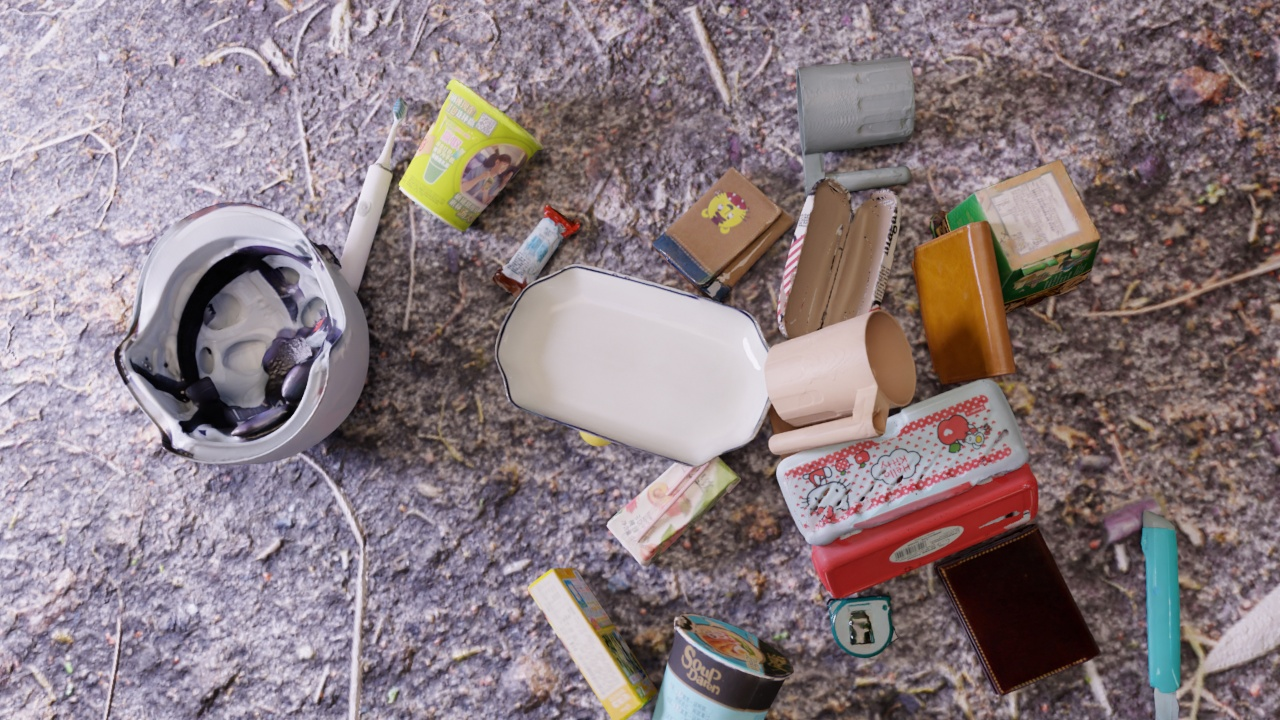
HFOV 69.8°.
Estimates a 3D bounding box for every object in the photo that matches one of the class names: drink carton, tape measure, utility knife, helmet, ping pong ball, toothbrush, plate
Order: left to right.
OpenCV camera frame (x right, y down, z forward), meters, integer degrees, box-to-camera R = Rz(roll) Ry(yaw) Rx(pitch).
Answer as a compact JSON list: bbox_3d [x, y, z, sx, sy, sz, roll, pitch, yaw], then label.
[{"bbox_3d":[-0.368,-0.016,0.904,0.229,0.146,0.258,-35,67,0],"label":"helmet"},{"bbox_3d":[-0.285,-0.177,0.982,0.027,0.026,0.221,14,82,3],"label":"toothbrush"},{"bbox_3d":[-0.039,0.063,0.883,0.040,0.040,0.040,-2,78,10],"label":"ping pong ball"},{"bbox_3d":[-0.005,0.005,0.860,0.266,0.034,0.161,16,70,13],"label":"plate"},{"bbox_3d":[0.031,0.132,0.854,0.122,0.045,0.053,-42,74,-1],"label":"drink carton"},{"bbox_3d":[0.197,0.235,0.815,0.058,0.025,0.054,-8,77,9],"label":"tape measure"},{"bbox_3d":[0.442,0.221,0.779,0.029,0.013,0.185,2,78,14],"label":"utility knife"}]

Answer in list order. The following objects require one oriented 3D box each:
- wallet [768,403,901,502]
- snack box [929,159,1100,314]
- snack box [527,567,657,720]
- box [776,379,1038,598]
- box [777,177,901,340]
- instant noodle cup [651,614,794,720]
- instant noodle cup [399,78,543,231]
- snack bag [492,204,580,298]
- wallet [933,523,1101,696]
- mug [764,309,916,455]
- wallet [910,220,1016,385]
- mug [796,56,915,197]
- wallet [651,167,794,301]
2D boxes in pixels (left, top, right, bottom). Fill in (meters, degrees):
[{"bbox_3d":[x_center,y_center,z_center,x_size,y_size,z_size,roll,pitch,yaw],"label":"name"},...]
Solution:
[{"bbox_3d":[0.177,0.070,0.855,0.101,0.020,0.115,-16,74,5],"label":"wallet"},{"bbox_3d":[0.340,-0.115,0.817,0.118,0.105,0.117,-21,75,4],"label":"snack box"},{"bbox_3d":[-0.041,0.251,0.822,0.034,0.087,0.140,-39,75,0],"label":"snack box"},{"bbox_3d":[0.232,0.116,0.782,0.201,0.069,0.158,-23,112,5],"label":"box"},{"bbox_3d":[0.189,-0.089,0.854,0.086,0.075,0.162,7,76,42],"label":"box"},{"bbox_3d":[0.058,0.298,0.792,0.111,0.111,0.120,22,92,13],"label":"instant noodle cup"},{"bbox_3d":[-0.179,-0.201,0.932,0.112,0.111,0.123,38,94,15],"label":"instant noodle cup"},{"bbox_3d":[-0.106,-0.111,0.937,0.045,0.026,0.105,36,88,6],"label":"snack bag"},{"bbox_3d":[0.324,0.215,0.792,0.096,0.020,0.122,-25,83,7],"label":"wallet"},{"bbox_3d":[0.166,0.024,0.785,0.104,0.084,0.124,-18,37,41],"label":"mug"},{"bbox_3d":[0.279,-0.046,0.813,0.035,0.119,0.130,-8,86,-11],"label":"wallet"},{"bbox_3d":[0.206,-0.225,0.884,0.103,0.083,0.124,-6,105,8],"label":"mug"},{"bbox_3d":[0.081,-0.124,0.905,0.115,0.033,0.090,-44,74,-4],"label":"wallet"}]
